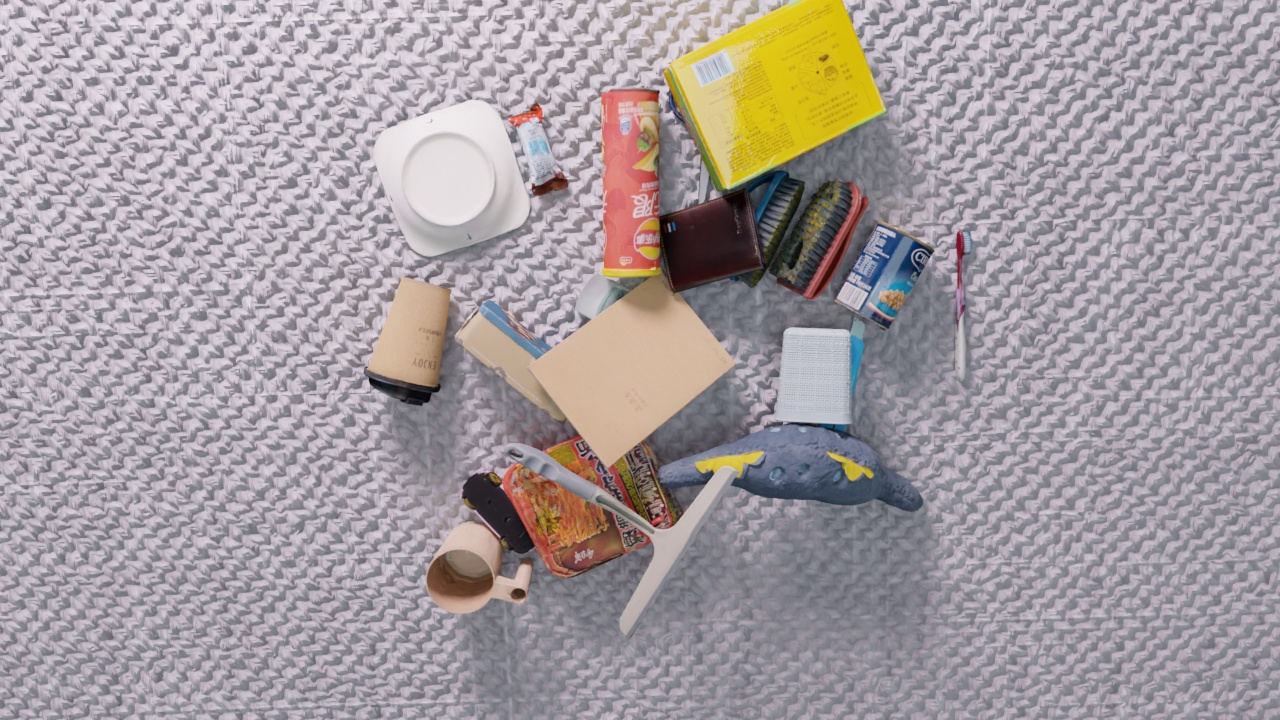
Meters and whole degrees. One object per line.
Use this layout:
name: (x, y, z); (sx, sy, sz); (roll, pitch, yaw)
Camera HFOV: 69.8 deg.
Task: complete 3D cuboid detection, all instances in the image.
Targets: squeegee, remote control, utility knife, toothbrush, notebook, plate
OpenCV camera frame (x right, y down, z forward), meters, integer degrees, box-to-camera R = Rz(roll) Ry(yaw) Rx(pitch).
squeegee: (-0.052, 0.163, 1.083); (0.246, 0.039, 0.247); (31, 103, 1)
remote control: (-0.012, -0.055, 1.133); (0.135, 0.019, 0.056); (30, 99, -6)
utility knife: (0.254, 0.027, 1.152); (0.034, 0.018, 0.166); (12, 99, -2)
toothbrush: (0.401, -0.067, 1.138); (0.017, 0.016, 0.187); (-5, 100, -10)
notebook: (-0.006, 0.006, 1.085); (0.211, 0.012, 0.149); (-37, 86, -22)
plate: (-0.226, -0.216, 1.094); (0.164, 0.034, 0.163); (-19, 100, 2)

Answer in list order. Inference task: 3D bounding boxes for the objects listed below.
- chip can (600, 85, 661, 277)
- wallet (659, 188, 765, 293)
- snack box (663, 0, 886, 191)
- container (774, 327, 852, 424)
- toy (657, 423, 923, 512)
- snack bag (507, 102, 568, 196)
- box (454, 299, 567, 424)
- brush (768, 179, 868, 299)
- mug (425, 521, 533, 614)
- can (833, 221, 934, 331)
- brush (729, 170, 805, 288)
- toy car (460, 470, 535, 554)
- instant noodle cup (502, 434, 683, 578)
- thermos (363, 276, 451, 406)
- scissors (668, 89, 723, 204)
chip can: (-0.010, -0.207, 1.079); (0.073, 0.073, 0.217); (0, 100, -1)
wallet: (0.082, -0.140, 1.086); (0.122, 0.020, 0.096); (-14, 87, 28)
snack box: (0.152, -0.308, 1.054); (0.210, 0.070, 0.158); (-27, 101, -1)
container: (0.210, 0.017, 1.107); (0.090, 0.090, 0.111); (2, 92, 11)
toy: (0.205, 0.134, 1.103); (0.356, 0.091, 0.138); (9, 144, -17)
snack bag: (-0.122, -0.250, 1.092); (0.045, 0.026, 0.105); (-20, 101, -6)
box: (-0.134, 0.004, 1.108); (0.184, 0.089, 0.059); (37, 96, -9)
brush: (0.221, -0.146, 1.102); (0.069, 0.063, 0.146); (23, 99, -36)
mug: (-0.196, 0.260, 1.146); (0.124, 0.103, 0.084); (14, 100, -3)
can: (0.290, -0.100, 1.100); (0.075, 0.075, 0.111); (28, 99, -6)
brush: (0.138, -0.162, 1.099); (0.073, 0.055, 0.144); (28, 100, 17)
toy car: (-0.174, 0.192, 1.169); (0.056, 0.037, 0.122); (-44, 86, 5)
instant noodle cup: (-0.058, 0.166, 1.143); (0.189, 0.079, 0.164); (-24, 99, 2)
thermos: (-0.274, -0.024, 1.104); (0.093, 0.093, 0.143); (16, 93, -4)
scissors: (0.072, -0.263, 1.099); (0.146, 0.012, 0.169); (28, 98, -6)
